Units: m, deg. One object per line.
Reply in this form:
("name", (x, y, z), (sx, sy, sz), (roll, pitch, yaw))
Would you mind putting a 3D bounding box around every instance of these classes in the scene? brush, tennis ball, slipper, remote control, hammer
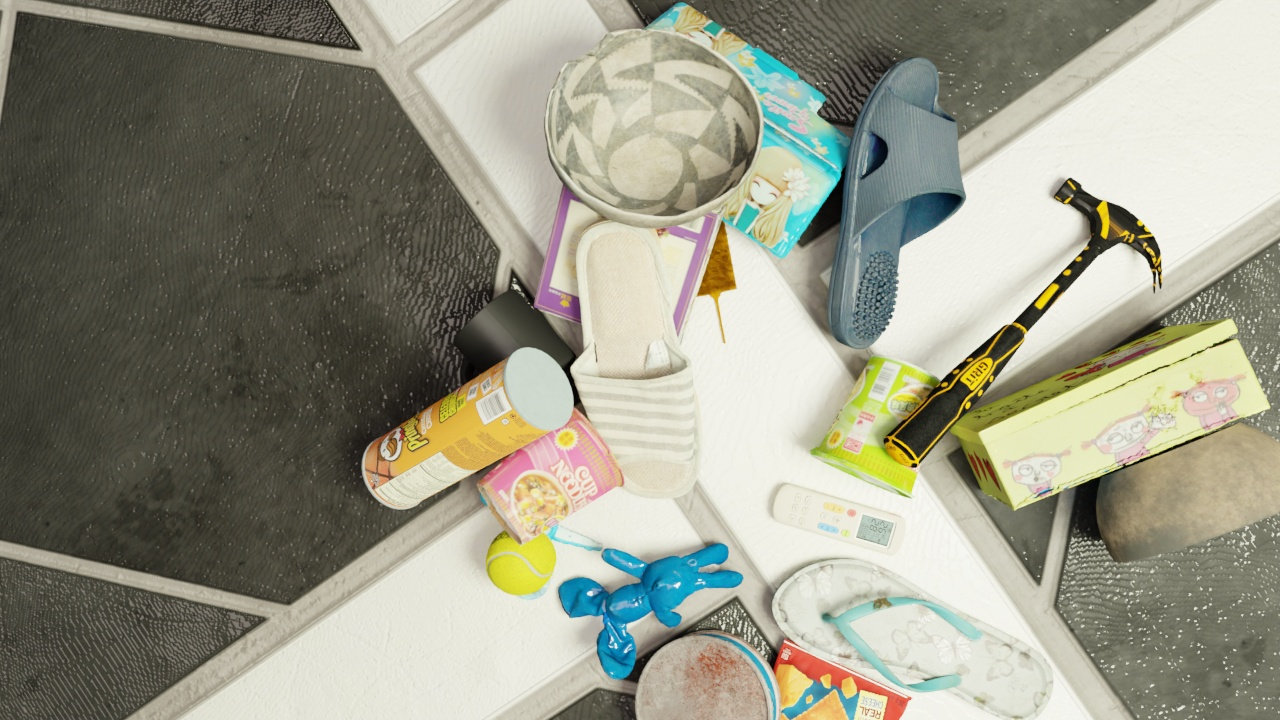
("brush", (0.068, -0.083, 0.877), (0.048, 0.017, 0.126), (-11, 90, 6))
("tennis ball", (-0.113, 0.189, 0.869), (0.065, 0.065, 0.065), (0, 91, 6))
("slipper", (-0.005, 0.005, 0.836), (0.115, 0.053, 0.273), (-5, 107, 20))
("slipper", (0.233, -0.135, 0.808), (0.083, 0.101, 0.264), (19, 100, 49))
("remote control", (0.188, 0.150, 0.871), (0.125, 0.018, 0.038), (16, 93, 5))
("hammer", (0.329, -0.023, 0.796), (0.123, 0.036, 0.320), (43, 77, 13))
("slipper", (0.256, 0.254, 0.846), (0.269, 0.055, 0.098), (19, 81, 3))

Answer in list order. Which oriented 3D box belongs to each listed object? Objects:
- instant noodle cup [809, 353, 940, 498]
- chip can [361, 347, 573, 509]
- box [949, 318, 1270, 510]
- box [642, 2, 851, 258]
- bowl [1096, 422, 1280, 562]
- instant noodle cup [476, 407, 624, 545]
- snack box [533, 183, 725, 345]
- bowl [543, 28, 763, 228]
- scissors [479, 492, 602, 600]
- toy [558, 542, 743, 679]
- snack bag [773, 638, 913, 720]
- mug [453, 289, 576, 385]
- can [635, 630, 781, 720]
("instant noodle cup", (0.221, 0.057, 0.831), (0.099, 0.099, 0.108), (25, 86, 5))
("chip can", (-0.161, 0.066, 0.829), (0.216, 0.075, 0.075), (-29, 88, 35))
("box", (0.393, 0.046, 0.796), (0.221, 0.124, 0.083), (-23, 87, 9))
("box", (0.082, -0.220, 0.834), (0.227, 0.086, 0.169), (35, 87, 4))
("bowl", (0.464, 0.108, 0.774), (0.162, 0.162, 0.070), (-24, 74, 6))
("instant noodle cup", (-0.086, 0.108, 0.840), (0.108, 0.098, 0.097), (-36, 87, -19))
("snack box", (-0.012, -0.095, 0.848), (0.143, 0.040, 0.148), (20, 116, 6))
("bowl", (0.009, -0.179, 0.767), (0.178, 0.081, 0.178), (1, 70, -2))
("scissors", (-0.105, 0.166, 0.906), (0.139, 0.011, 0.134), (32, 97, 6))
("toy", (0.010, 0.227, 0.862), (0.176, 0.071, 0.112), (-23, 63, 4))
("snack bag", (0.167, 0.356, 0.866), (0.131, 0.039, 0.144), (23, 88, 7))
("mug", (-0.128, 0.001, 0.878), (0.088, 0.078, 0.114), (47, 122, 3))
("can", (0.063, 0.322, 0.858), (0.130, 0.044, 0.130), (-3, 80, 19))
